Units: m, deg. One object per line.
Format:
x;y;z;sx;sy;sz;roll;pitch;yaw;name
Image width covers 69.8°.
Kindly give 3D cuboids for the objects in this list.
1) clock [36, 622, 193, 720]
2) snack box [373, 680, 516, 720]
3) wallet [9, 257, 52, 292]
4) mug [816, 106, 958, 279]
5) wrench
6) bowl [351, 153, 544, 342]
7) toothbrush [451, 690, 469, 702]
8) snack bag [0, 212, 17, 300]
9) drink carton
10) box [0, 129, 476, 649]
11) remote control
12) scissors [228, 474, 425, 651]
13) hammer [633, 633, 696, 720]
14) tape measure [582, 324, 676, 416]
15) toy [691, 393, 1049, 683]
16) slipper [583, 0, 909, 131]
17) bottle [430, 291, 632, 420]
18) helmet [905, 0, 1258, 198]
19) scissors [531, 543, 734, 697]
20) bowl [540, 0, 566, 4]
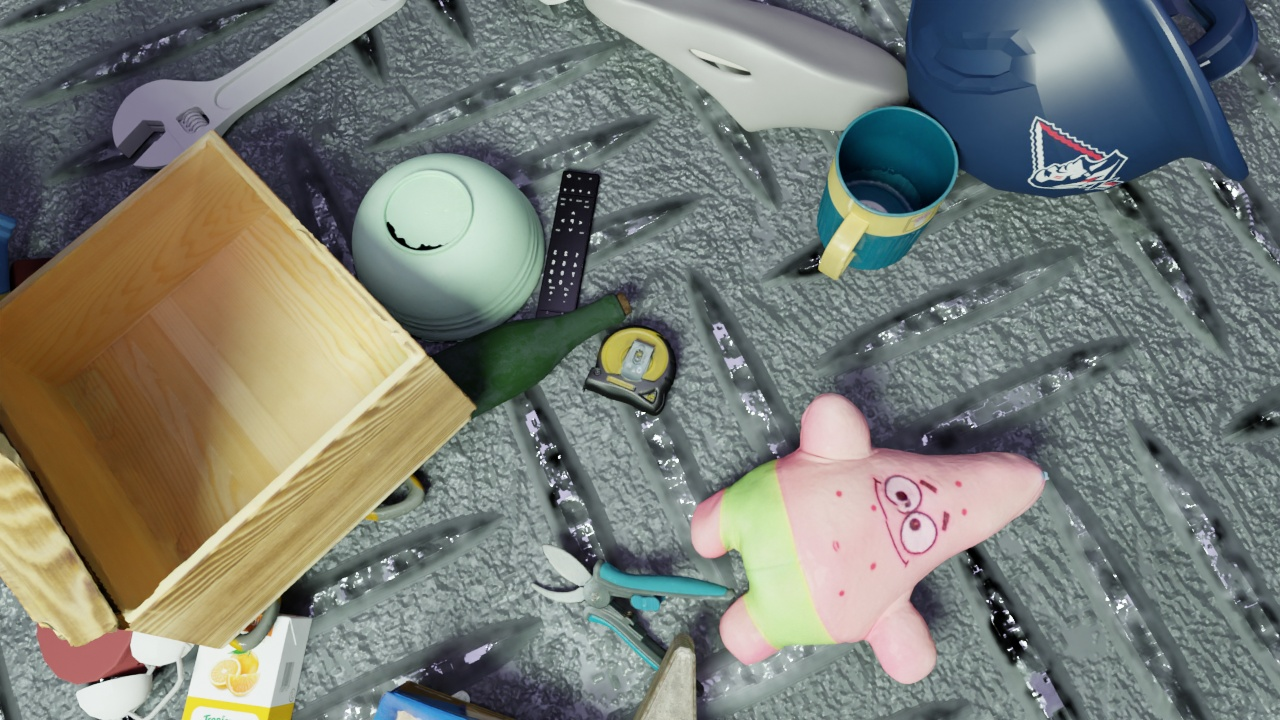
-0.354;0.180;0.627;0.096;0.048;0.137;-48;67;6;clock
-0.120;0.326;0.568;0.155;0.069;0.202;20;77;1;snack box
-0.453;-0.025;0.721;0.091;0.018;0.115;-5;76;1;wallet
0.165;-0.109;0.666;0.083;0.107;0.113;34;78;9;mug
-0.319;-0.253;0.777;0.273;0.018;0.086;-39;75;-9;wrench
-0.152;-0.096;0.694;0.151;0.077;0.150;-1;73;3;bowl
-0.201;0.275;0.623;0.186;0.017;0.012;-28;76;-6;toothbrush
-0.533;-0.027;0.642;0.102;0.159;0.205;16;83;8;snack bag
-0.271;0.228;0.628;0.058;0.040;0.122;6;75;4;drink carton
-0.330;-0.014;0.521;0.283;0.324;0.279;-45;66;-8;box
-0.058;-0.084;0.720;0.030;0.009;0.140;8;75;5;remote control
-0.262;0.090;0.663;0.216;0.016;0.225;-17;60;-15;scissors
0.136;0.286;0.583;0.301;0.037;0.158;13;89;2;hammer
-0.004;0.004;0.680;0.062;0.034;0.061;19;74;7;tape measure
0.153;0.113;0.607;0.237;0.097;0.192;-19;84;4;toy
0.075;-0.232;0.720;0.266;0.081;0.112;16;39;-8;slipper
-0.087;-0.005;0.675;0.174;0.055;0.055;-26;75;-4;bottle
0.300;-0.211;0.623;0.223;0.232;0.272;-43;45;20;helmet
-0.002;0.176;0.629;0.154;0.019;0.124;-12;101;26;scissors
-0.057;-0.339;0.743;0.116;0.066;0.116;-20;33;14;bowl
